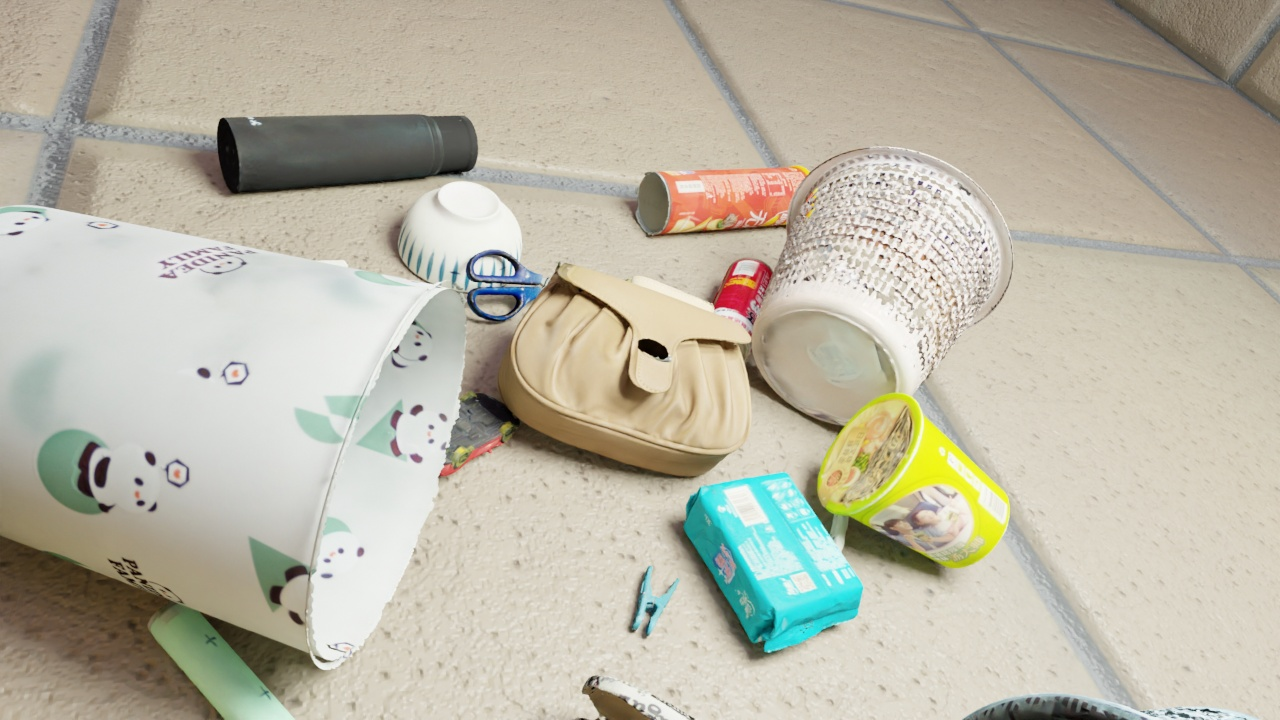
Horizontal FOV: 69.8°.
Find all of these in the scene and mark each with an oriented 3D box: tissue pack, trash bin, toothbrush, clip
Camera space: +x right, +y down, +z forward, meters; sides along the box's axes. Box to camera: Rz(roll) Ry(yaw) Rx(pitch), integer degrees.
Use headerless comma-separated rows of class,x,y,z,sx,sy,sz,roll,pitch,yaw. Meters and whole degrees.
tissue pack,0.098,0.147,0.685,0.093,0.050,0.133,-6,47,-32
trash bin,-0.257,0.032,0.535,0.252,0.230,0.228,15,39,2
trash bin,0.208,-0.054,0.857,0.227,0.228,0.191,30,52,10
trash bin,0.298,0.288,0.510,0.194,0.227,0.226,4,41,-39
toothbrush,0.184,0.108,0.798,0.017,0.016,0.187,33,39,-2
clip,0.008,0.170,0.648,0.039,0.014,0.055,25,38,5
toothbrush,-0.193,0.211,0.499,0.224,0.026,0.027,38,1,19

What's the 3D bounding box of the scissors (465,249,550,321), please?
scissors,-0.086,-0.058,0.860,0.174,0.012,0.107,26,70,-34

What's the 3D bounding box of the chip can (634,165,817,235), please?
chip can,0.101,-0.184,1.047,0.216,0.073,0.073,-9,49,-33

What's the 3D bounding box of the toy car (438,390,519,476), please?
toy car,-0.135,0.055,0.698,0.049,0.031,0.106,37,29,12

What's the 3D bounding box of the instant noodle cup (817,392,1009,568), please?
instant noodle cup,0.226,0.106,0.742,0.123,0.112,0.111,35,36,-16

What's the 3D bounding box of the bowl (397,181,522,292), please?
bowl,-0.165,-0.125,0.863,0.116,0.066,0.116,12,40,-11

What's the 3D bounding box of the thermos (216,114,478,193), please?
thermos,-0.288,-0.209,0.915,0.241,0.068,0.090,-13,18,-37

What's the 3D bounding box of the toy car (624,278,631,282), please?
toy car,0.009,-0.046,0.869,0.091,0.043,0.036,13,54,2

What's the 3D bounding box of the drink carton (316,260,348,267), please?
drink carton,-0.249,-0.029,0.731,0.053,0.046,0.122,-5,46,-30

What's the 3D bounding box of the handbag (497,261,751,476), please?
handbag,-0.004,0.004,0.739,0.204,0.100,0.147,18,61,-13

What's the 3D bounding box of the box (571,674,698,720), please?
box,0.029,0.239,0.521,0.163,0.088,0.076,30,22,13

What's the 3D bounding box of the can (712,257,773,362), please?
can,0.095,-0.048,0.903,0.053,0.053,0.132,24,39,3

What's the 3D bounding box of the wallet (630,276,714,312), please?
wallet,0.018,-0.012,0.820,0.087,0.024,0.115,19,65,-5
